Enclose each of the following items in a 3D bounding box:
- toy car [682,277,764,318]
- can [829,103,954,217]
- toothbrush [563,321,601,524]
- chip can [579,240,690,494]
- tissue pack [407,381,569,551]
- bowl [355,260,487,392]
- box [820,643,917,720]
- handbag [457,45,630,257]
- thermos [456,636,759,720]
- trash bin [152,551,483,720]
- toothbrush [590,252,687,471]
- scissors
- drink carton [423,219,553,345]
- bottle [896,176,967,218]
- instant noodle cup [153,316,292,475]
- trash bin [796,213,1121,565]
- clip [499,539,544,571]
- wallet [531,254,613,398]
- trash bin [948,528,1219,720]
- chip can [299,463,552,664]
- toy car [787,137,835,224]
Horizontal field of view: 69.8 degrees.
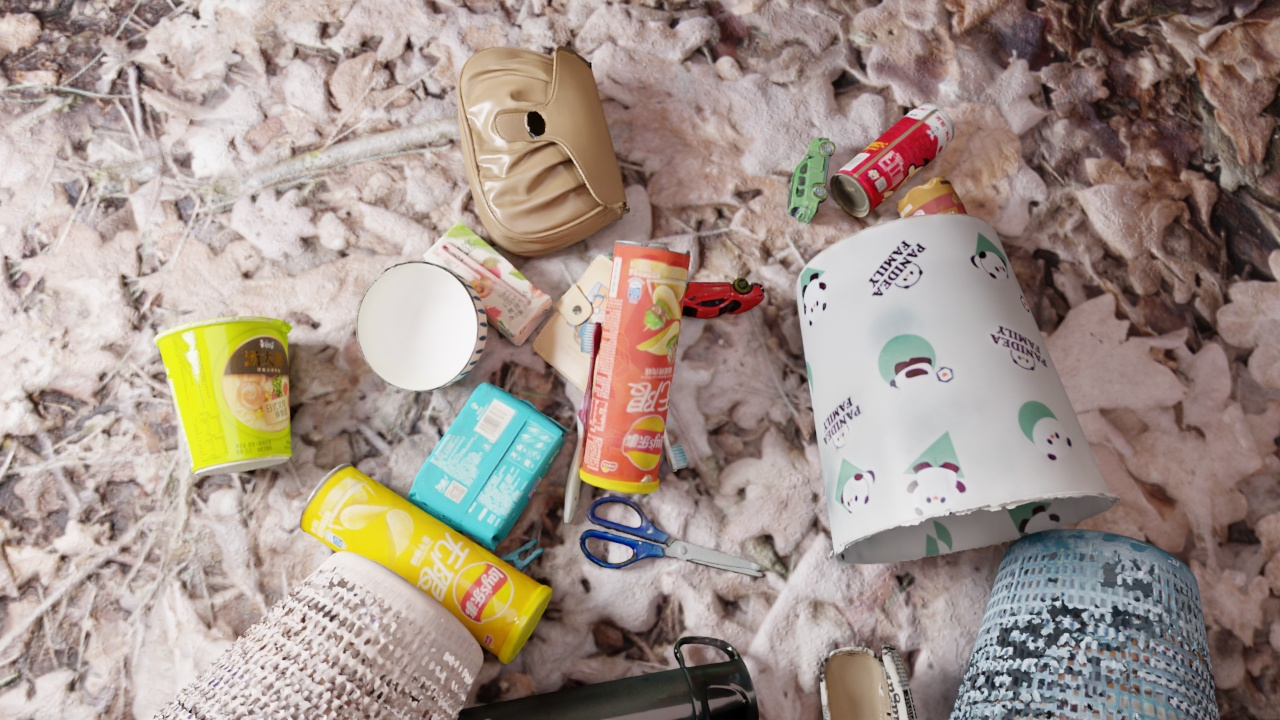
[{"bbox_3d":[0.067,-0.058,0.884,0.106,0.049,0.031,-2,74,-5],"label":"toy car"},{"bbox_3d":[0.259,-0.207,0.942,0.132,0.053,0.053,-40,80,-14],"label":"can"},{"bbox_3d":[-0.056,0.056,0.840,0.017,0.016,0.187,7,86,22],"label":"toothbrush"},{"bbox_3d":[-0.005,0.005,0.811,0.073,0.073,0.216,7,94,-2],"label":"chip can"},{"bbox_3d":[-0.135,0.094,0.822,0.093,0.050,0.133,32,74,4],"label":"tissue pack"},{"bbox_3d":[-0.192,-0.031,0.838,0.116,0.066,0.116,0,92,10],"label":"bowl"},{"bbox_3d":[0.205,0.320,0.762,0.076,0.088,0.162,3,69,-19],"label":"box"},{"bbox_3d":[-0.099,-0.210,0.891,0.147,0.100,0.204,-13,78,-12],"label":"handbag"},{"bbox_3d":[-0.029,0.293,0.769,0.242,0.069,0.089,-9,48,-9],"label":"thermos"},{"bbox_3d":[-0.232,0.263,0.693,0.227,0.228,0.191,32,61,5],"label":"trash bin"},{"bbox_3d":[-0.002,-0.001,0.873,0.027,0.026,0.224,-14,75,-17],"label":"toothbrush"},{"bbox_3d":[0.027,0.181,0.830,0.175,0.012,0.107,38,72,6],"label":"scissors"},{"bbox_3d":[-0.145,-0.075,0.875,0.122,0.045,0.053,41,75,8],"label":"drink carton"},{"bbox_3d":[0.320,-0.095,0.911,0.057,0.057,0.175,-23,76,-11],"label":"bottle"},{"bbox_3d":[-0.354,0.035,0.800,0.111,0.112,0.123,-11,83,-8],"label":"instant noodle cup"},{"bbox_3d":[0.250,0.027,0.790,0.229,0.230,0.251,-6,69,-6],"label":"trash bin"},{"bbox_3d":[-0.111,0.180,0.818,0.056,0.014,0.039,-33,78,-11],"label":"clip"},{"bbox_3d":[-0.042,-0.035,0.865,0.087,0.024,0.115,39,95,13],"label":"wallet"},{"bbox_3d":[0.362,0.254,0.744,0.226,0.227,0.194,21,60,2],"label":"trash bin"},{"bbox_3d":[-0.181,0.169,0.778,0.213,0.072,0.072,31,73,9],"label":"chip can"},{"bbox_3d":[0.173,-0.185,0.934,0.036,0.043,0.091,16,72,1],"label":"toy car"}]
